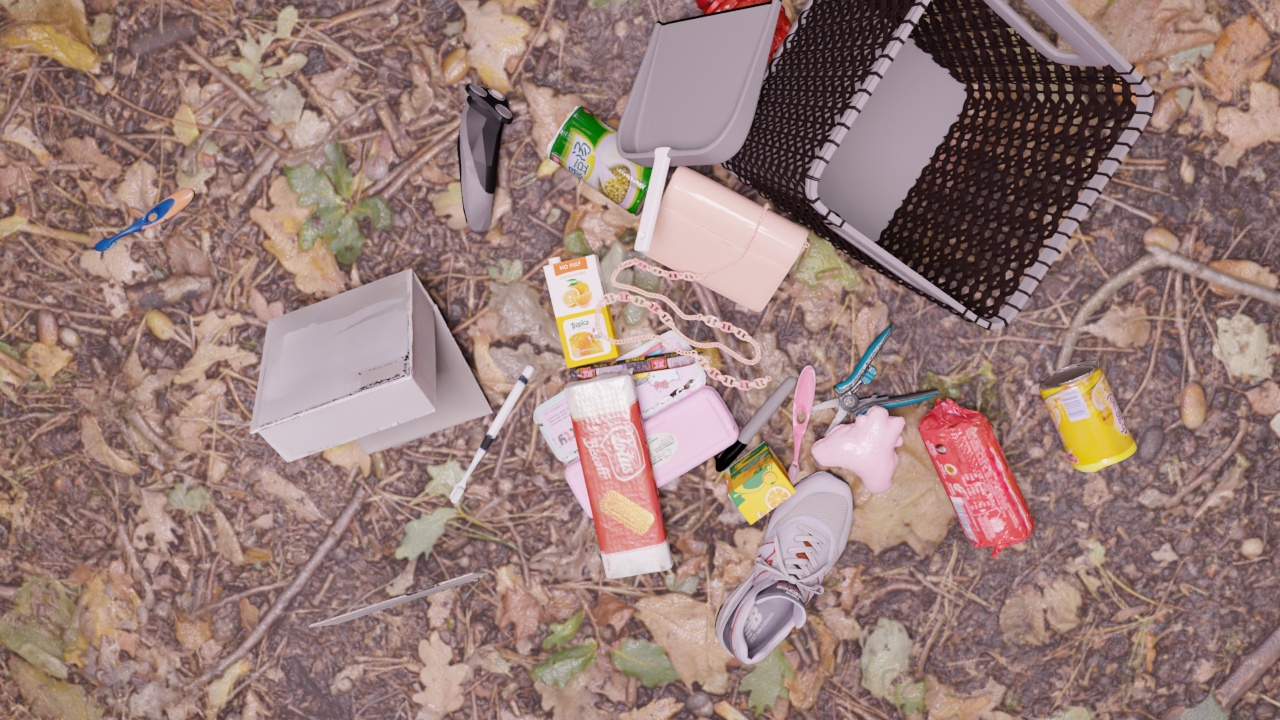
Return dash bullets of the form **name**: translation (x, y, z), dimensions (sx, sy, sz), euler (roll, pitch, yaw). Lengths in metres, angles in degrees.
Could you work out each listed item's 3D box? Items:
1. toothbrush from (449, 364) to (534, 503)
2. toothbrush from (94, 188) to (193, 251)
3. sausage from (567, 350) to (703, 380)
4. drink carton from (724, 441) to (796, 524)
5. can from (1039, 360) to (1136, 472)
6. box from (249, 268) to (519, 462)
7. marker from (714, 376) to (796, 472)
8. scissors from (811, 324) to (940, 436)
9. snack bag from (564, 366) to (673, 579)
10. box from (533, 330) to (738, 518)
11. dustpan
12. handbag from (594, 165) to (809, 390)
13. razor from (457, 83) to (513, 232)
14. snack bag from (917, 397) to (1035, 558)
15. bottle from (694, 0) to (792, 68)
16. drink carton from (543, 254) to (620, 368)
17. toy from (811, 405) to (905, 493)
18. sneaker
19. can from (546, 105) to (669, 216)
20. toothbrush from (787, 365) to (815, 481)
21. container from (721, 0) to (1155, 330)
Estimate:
- **toothbrush**: translation (-0.172, 0.086, 1.064), dimensions (0.012, 0.017, 0.187), euler (28, 97, -20)
- **toothbrush**: translation (-0.575, -0.162, 1.067), dimensions (0.135, 0.017, 0.021), euler (-30, 97, 4)
- **sausage**: translation (-0.006, 0.006, 1.023), dimensions (0.155, 0.020, 0.020), euler (-9, 95, 10)
- **drink carton**: translation (0.128, 0.131, 0.996), dimensions (0.058, 0.122, 0.041), euler (-37, 92, 6)
- **can**: translation (0.483, 0.061, 0.993), dimensions (0.068, 0.067, 0.105), euler (-25, 93, 6)
- **box**: translation (-0.274, 0.014, 1.057), dimensions (0.167, 0.446, 0.164), euler (-18, 85, 5)
- **marker**: translation (0.129, 0.072, 1.045), dimensions (0.022, 0.016, 0.139), euler (41, 96, 22)
- **scissors**: translation (0.265, 0.035, 1.028), dimensions (0.118, 0.019, 0.148), euler (30, 103, 4)
- **snack bag**: translation (-0.023, 0.126, 1.008), dimensions (0.077, 0.041, 0.225), euler (-11, 97, 6)
- **box**: translation (-0.006, 0.074, 1.041), dimensions (0.201, 0.041, 0.153), euler (-31, 92, 6)
- **dustpan**: translation (0.038, -0.229, 0.907), dimensions (0.163, 0.033, 0.257), euler (10, 86, 45)
- **handbag**: translation (0.078, -0.084, 0.945), dimensions (0.199, 0.117, 0.186), euler (27, 59, 0)
- **razor**: translation (-0.177, -0.222, 1.016), dimensions (0.060, 0.057, 0.156), euler (22, 107, 29)
- **snack bag**: translation (0.368, 0.126, 1.001), dimensions (0.082, 0.082, 0.176), euler (-26, 95, 6)
- **bottle**: translation (0.105, -0.343, 0.962), dimensions (0.099, 0.099, 0.111), euler (-28, 97, 6)
- **drink carton**: translation (-0.066, -0.059, 1.030), dimensions (0.058, 0.040, 0.122), euler (-13, 95, 5)
- **toy**: translation (0.252, 0.093, 1.015), dimensions (0.099, 0.052, 0.096), euler (28, 112, -4)
- **sneaker**: translation (0.164, 0.239, 1.004), dimensions (0.089, 0.124, 0.240), euler (30, 97, 0)
- **can**: translation (-0.036, -0.217, 0.998), dimensions (0.121, 0.067, 0.067), euler (34, 97, 0)
- **toothbrush**: translation (0.181, 0.072, 1.037), dimensions (0.022, 0.016, 0.135), euler (10, 100, 19)
- **container**: translation (0.250, -0.212, 0.858), dimensions (0.247, 0.243, 0.246), euler (29, 97, -24)
